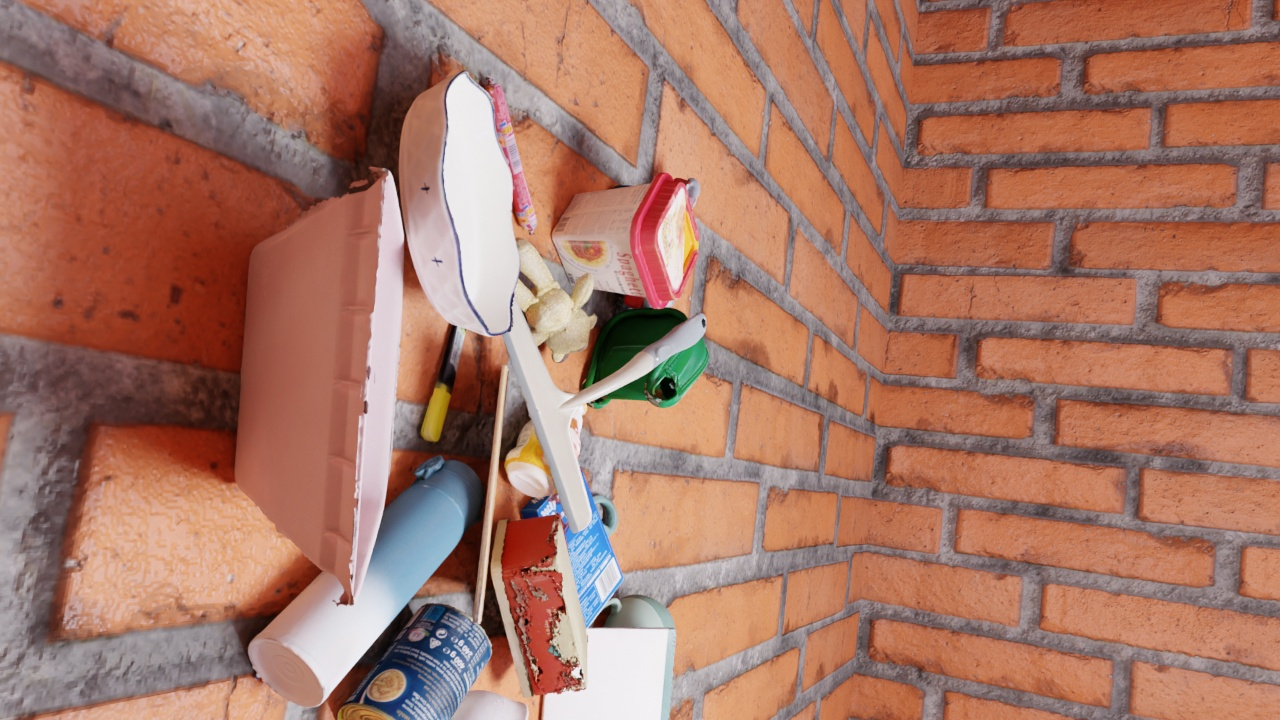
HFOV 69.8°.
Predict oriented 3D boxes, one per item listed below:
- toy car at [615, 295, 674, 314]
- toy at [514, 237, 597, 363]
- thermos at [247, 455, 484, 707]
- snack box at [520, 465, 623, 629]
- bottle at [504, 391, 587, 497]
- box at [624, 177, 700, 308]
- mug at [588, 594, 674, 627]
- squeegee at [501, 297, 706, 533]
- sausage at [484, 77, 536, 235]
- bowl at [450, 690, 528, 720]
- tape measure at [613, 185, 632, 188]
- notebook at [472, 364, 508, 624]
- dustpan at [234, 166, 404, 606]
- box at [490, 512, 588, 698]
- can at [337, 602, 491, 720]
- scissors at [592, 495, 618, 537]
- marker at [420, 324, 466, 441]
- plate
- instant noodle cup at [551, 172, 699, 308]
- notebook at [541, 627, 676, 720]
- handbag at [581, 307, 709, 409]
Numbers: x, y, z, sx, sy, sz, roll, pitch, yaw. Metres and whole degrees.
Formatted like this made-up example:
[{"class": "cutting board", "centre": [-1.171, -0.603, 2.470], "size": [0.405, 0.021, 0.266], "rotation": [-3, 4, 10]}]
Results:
[{"class": "toy car", "centre": [0.007, -0.067, 1.128], "size": [0.120, 0.037, 0.054], "rotation": [-42, 132, -52]}, {"class": "toy", "centre": [-0.096, -0.058, 0.887], "size": [0.105, 0.066, 0.157], "rotation": [-45, 140, -6]}, {"class": "thermos", "centre": [-0.196, 0.156, 0.696], "size": [0.219, 0.070, 0.070], "rotation": [-52, 139, -51]}, {"class": "snack box", "centre": [-0.070, 0.198, 0.978], "size": [0.084, 0.026, 0.157], "rotation": [-45, 124, -48]}, {"class": "bottle", "centre": [-0.089, 0.080, 0.910], "size": [0.063, 0.063, 0.108], "rotation": [70, 34, -41]}, {"class": "box", "centre": [0.033, -0.142, 1.103], "size": [0.087, 0.048, 0.200], "rotation": [109, 2, -45]}, {"class": "mug", "centre": [-0.020, 0.332, 1.096], "size": [0.112, 0.082, 0.106], "rotation": [48, 43, -15]}, {"class": "squeegee", "centre": [-0.005, 0.005, 0.900], "size": [0.245, 0.039, 0.246], "rotation": [-30, 111, -37]}, {"class": "sausage", "centre": [-0.121, -0.186, 0.852], "size": [0.020, 0.020, 0.156], "rotation": [-55, 141, -48]}, {"class": "bowl", "centre": [-0.159, 0.322, 0.781], "size": [0.065, 0.119, 0.118], "rotation": [44, 42, -9]}, {"class": "tape measure", "centre": [-0.020, -0.175, 1.062], "size": [0.058, 0.025, 0.054], "rotation": [43, 53, -64]}, {"class": "notebook", "centre": [-0.129, 0.109, 0.804], "size": [0.148, 0.008, 0.207], "rotation": [165, -69, -82]}, {"class": "dustpan", "centre": [-0.161, 0.008, 0.583], "size": [0.138, 0.274, 0.222], "rotation": [5, 92, -40]}, {"class": "box", "centre": [-0.087, 0.238, 0.888], "size": [0.091, 0.079, 0.168], "rotation": [-95, 176, -63]}, {"class": "can", "centre": [-0.177, 0.259, 0.736], "size": [0.110, 0.075, 0.075], "rotation": [-54, 140, -49]}, {"class": "scissors", "centre": [-0.065, 0.205, 1.036], "size": [0.177, 0.019, 0.174], "rotation": [-63, 144, -37]}, {"class": "marker", "centre": [-0.167, 0.010, 0.791], "size": [0.018, 0.015, 0.124], "rotation": [47, 49, -59]}, {"class": "plate", "centre": [-0.140, -0.119, 0.723], "size": [0.205, 0.045, 0.205], "rotation": [-2, 88, -85]}, {"class": "instant noodle cup", "centre": [-0.016, -0.126, 0.963], "size": [0.116, 0.124, 0.116], "rotation": [70, 35, -43]}, {"class": "notebook", "centre": [-0.038, 0.400, 1.015], "size": [0.150, 0.012, 0.209], "rotation": [6, 88, -21]}, {"class": "handbag", "centre": [0.003, 0.003, 1.021], "size": [0.068, 0.132, 0.120], "rotation": [57, 49, -34]}]
